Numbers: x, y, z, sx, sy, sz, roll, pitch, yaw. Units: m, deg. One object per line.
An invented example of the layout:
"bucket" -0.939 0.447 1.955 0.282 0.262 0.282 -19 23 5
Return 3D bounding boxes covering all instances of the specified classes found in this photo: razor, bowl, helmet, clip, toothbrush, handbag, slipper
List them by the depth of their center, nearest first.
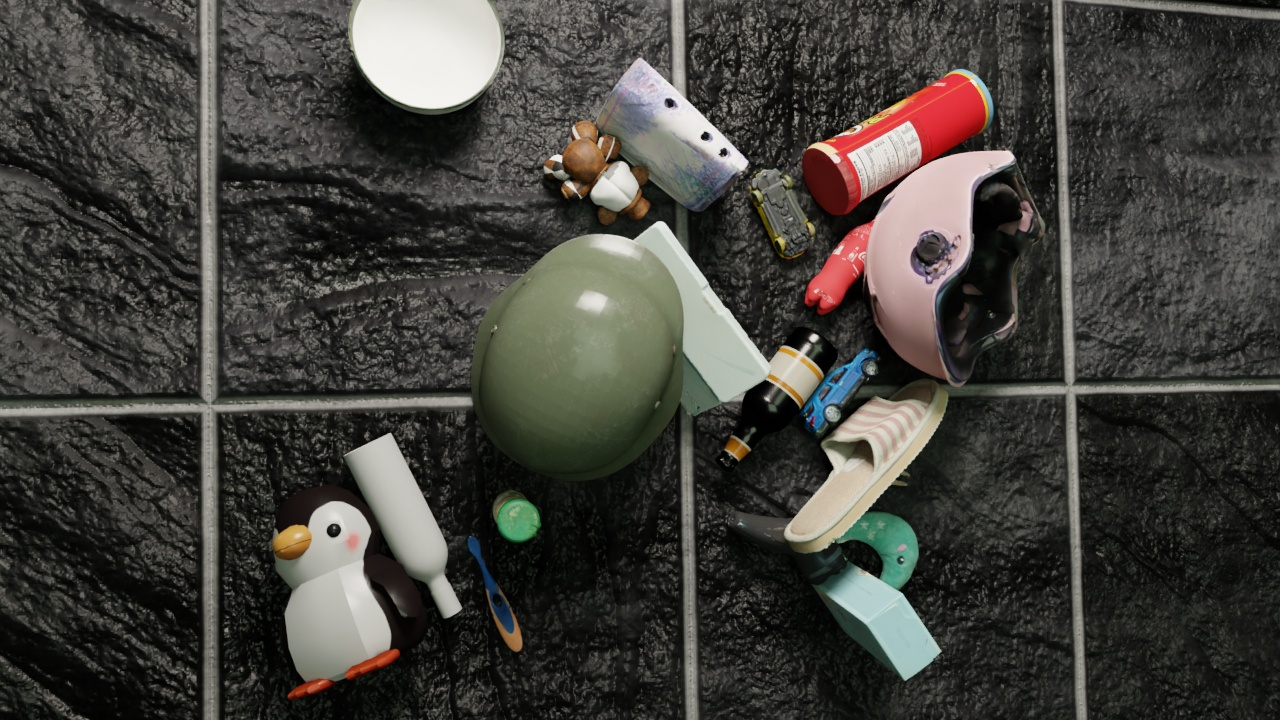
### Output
"helmet" -0.062 0.006 0.900 0.227 0.153 0.268 25 96 -2
"bowl" -0.221 -0.325 0.953 0.153 0.073 0.153 1 87 -12
"toothbrush" -0.156 0.248 0.977 0.021 0.017 0.135 -23 95 -9
"handbag" 0.037 -0.241 0.980 0.158 0.127 0.069 40 77 -7
"helmet" 0.331 -0.105 1.011 0.229 0.153 0.255 14 90 -56
"slipper" 0.242 0.104 1.013 0.262 0.115 0.052 -45 103 -24
"razor" 0.163 0.208 1.031 0.140 0.053 0.063 20 79 -10
"clip" 0.284 0.135 1.075 0.049 0.026 0.061 -40 95 -10

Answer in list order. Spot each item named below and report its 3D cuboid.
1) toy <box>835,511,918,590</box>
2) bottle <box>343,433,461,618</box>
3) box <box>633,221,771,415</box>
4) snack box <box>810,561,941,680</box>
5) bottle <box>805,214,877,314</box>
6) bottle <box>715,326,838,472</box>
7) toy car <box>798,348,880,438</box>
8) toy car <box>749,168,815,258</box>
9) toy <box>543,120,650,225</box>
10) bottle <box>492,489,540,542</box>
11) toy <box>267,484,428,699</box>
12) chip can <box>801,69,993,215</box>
"toy" 0.282 0.222 1.069 0.085 0.033 0.105 -33 96 -1
"bottle" -0.236 0.173 0.941 0.052 0.052 0.195 -27 94 -13
"box" 0.035 -0.036 0.972 0.197 0.136 0.044 54 43 -5
"snack box" 0.247 0.272 0.985 0.053 0.175 0.075 -34 95 -6
"bottle" 0.243 -0.116 1.065 0.042 0.042 0.141 39 80 -9
"bottle" 0.146 0.048 1.029 0.059 0.059 0.181 40 80 -9
"toy car" 0.228 0.035 1.050 0.043 0.056 0.120 40 85 14
"toy car" 0.161 -0.169 1.055 0.049 0.030 0.107 -27 96 -11
"toy" -0.040 -0.198 0.998 0.112 0.067 0.087 38 95 -25
"bottle" -0.128 0.157 0.936 0.043 0.111 0.043 0 88 -12
"toy" -0.291 0.212 0.906 0.159 0.140 0.184 -25 83 20
"chip can" 0.297 -0.254 1.061 0.213 0.087 0.087 -30 95 -13
